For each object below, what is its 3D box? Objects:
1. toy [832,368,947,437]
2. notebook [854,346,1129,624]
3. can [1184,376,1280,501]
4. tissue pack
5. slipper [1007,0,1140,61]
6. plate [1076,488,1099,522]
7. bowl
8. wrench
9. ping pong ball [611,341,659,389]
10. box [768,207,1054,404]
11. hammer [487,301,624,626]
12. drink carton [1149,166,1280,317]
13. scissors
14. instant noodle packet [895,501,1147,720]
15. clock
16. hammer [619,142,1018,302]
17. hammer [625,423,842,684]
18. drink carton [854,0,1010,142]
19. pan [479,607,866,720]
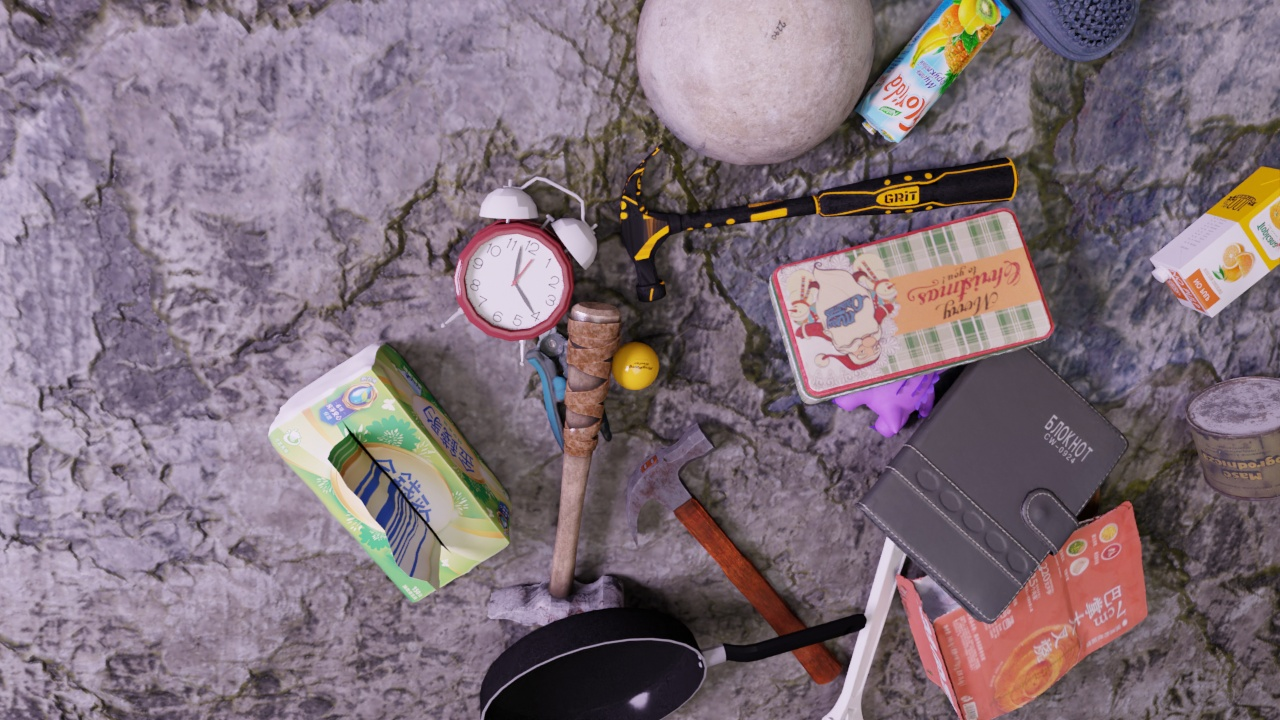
[{"bbox_3d":[0.222,0.020,0.783,0.106,0.056,0.088,31,92,-27],"label":"toy"},{"bbox_3d":[0.307,0.100,0.789,0.169,0.029,0.209,42,84,-6],"label":"notebook"},{"bbox_3d":[0.544,0.070,0.817,0.090,0.089,0.074,-27,110,4],"label":"can"},{"bbox_3d":[-0.195,0.101,0.726,0.120,0.141,0.197,-38,109,8],"label":"tissue pack"},{"bbox_3d":[0.280,-0.322,0.651,0.101,0.082,0.263,-40,109,11],"label":"slipper"},{"bbox_3d":[0.360,0.118,0.850,0.131,0.025,0.131,-2,110,-5],"label":"plate"},{"bbox_3d":[0.087,-0.228,0.655,0.178,0.081,0.178,0,104,-1],"label":"bowl"},{"bbox_3d":[0.219,0.275,0.887,0.066,0.018,0.273,-2,111,-42],"label":"wrench"},{"bbox_3d":[-0.005,0.004,0.763,0.040,0.040,0.040,-2,110,-5],"label":"ping pong ball"},{"bbox_3d":[0.213,-0.043,0.739,0.205,0.050,0.117,-13,81,-1],"label":"box"},{"bbox_3d":[-0.057,0.101,0.777,0.121,0.048,0.319,7,115,-5],"label":"hammer"},{"bbox_3d":[0.502,-0.098,0.777,0.122,0.040,0.058,-42,109,10],"label":"drink carton"},{"bbox_3d":[-0.069,0.016,0.773,0.126,0.019,0.144,22,105,-12],"label":"scissors"},{"bbox_3d":[0.372,0.235,0.858,0.221,0.084,0.164,-25,118,1],"label":"instant noodle packet"},{"bbox_3d":[-0.093,-0.074,0.716,0.096,0.048,0.138,26,100,-10],"label":"clock"},{"bbox_3d":[0.142,-0.128,0.735,0.320,0.036,0.123,-8,109,0],"label":"hammer"},{"bbox_3d":[0.096,0.200,0.853,0.111,0.028,0.300,-37,110,7],"label":"hammer"},{"bbox_3d":[0.220,-0.227,0.702,0.044,0.038,0.129,36,103,-17],"label":"drink carton"},{"bbox_3d":[0.030,0.270,0.830,0.355,0.044,0.204,-14,138,-6],"label":"pan"}]
